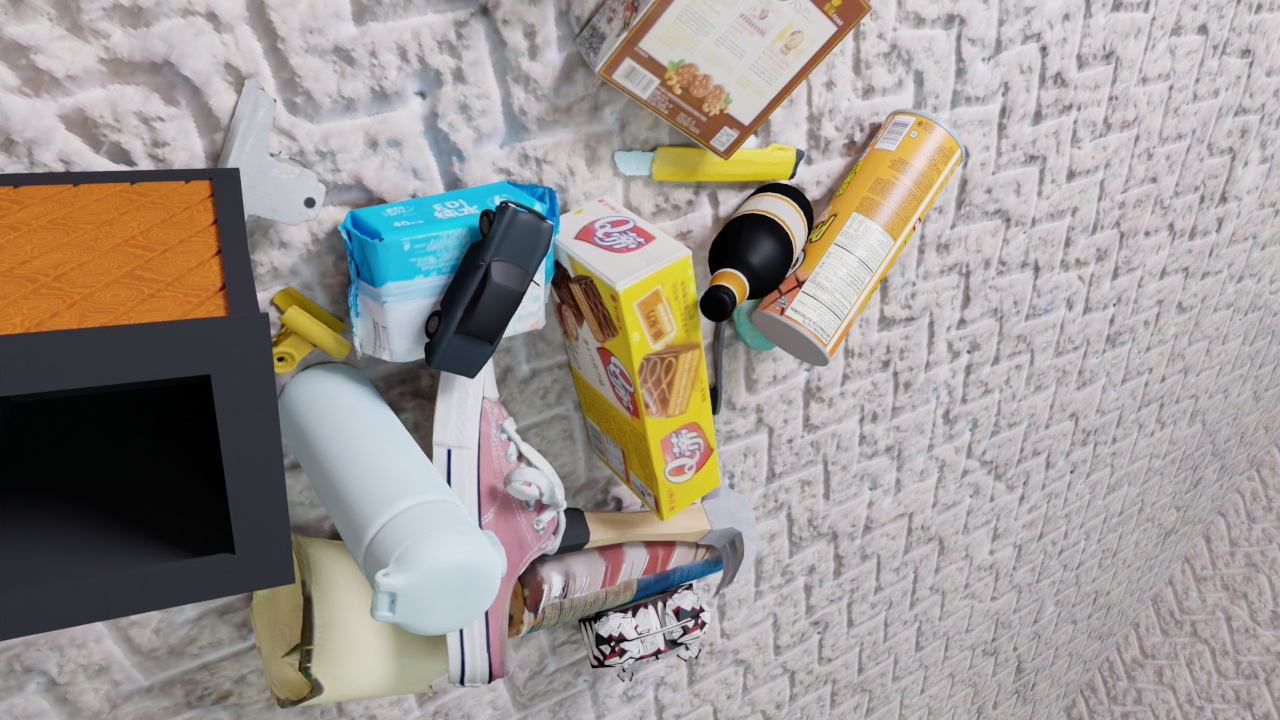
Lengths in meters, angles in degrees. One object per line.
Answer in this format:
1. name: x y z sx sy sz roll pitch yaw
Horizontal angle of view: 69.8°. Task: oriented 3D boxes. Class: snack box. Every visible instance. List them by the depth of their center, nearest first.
1. snack box: 0.057 -0.221 0.602 0.143 0.041 0.147 20 123 -45
2. snack box: -0.004 0.004 0.688 0.061 0.110 0.231 -29 133 -21

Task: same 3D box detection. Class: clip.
1. clip: -0.204 -0.095 0.507 0.058 0.050 0.102 17 108 -32
2. clip: -0.210 -0.013 0.567 0.054 0.045 0.049 45 61 -48

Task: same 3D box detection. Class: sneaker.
1. sneaker: -0.094 0.097 0.623 0.087 0.118 0.241 -3 87 -11

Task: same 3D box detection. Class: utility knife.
1. utility knife: 0.056 -0.151 0.699 0.178 0.017 0.030 -9 118 -35

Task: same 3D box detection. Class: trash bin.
1. trash bin: -0.249 0.008 0.427 0.139 0.171 0.140 -7 123 -24

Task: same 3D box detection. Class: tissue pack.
1. tissue pack: -0.118 -0.059 0.587 0.144 0.062 0.093 -16 127 -28

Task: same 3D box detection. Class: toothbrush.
1. toothbrush: 0.070 -0.020 0.804 0.013 0.013 0.168 -12 126 -24

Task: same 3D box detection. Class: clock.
1. clock: 0.008 0.252 0.843 0.114 0.065 0.155 -15 170 -13

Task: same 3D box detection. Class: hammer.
1. hammer: -0.037 0.138 0.752 0.327 0.131 0.039 4 140 -36

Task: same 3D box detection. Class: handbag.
1. handbag: -0.204 0.185 0.647 0.119 0.111 0.081 17 123 -44

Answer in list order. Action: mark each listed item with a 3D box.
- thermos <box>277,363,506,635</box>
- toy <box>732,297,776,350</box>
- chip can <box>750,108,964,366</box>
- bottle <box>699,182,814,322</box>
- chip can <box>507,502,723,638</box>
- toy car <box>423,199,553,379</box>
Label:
1. thermos: -0.153 0.076 0.544 0.077 0.207 0.065 -5 121 -38
2. toy: 0.115 -0.050 0.808 0.085 0.033 0.105 -53 137 -12
3. chip can: 0.182 -0.103 0.768 0.215 0.075 0.075 -55 138 -9
4. bottle: 0.081 -0.076 0.675 0.181 0.059 0.059 -52 153 -54
5. chip can: -0.023 0.180 0.822 0.229 0.080 0.080 -8 123 -37
6. toy car: -0.091 -0.041 0.549 0.046 0.034 0.112 19 107 -43
